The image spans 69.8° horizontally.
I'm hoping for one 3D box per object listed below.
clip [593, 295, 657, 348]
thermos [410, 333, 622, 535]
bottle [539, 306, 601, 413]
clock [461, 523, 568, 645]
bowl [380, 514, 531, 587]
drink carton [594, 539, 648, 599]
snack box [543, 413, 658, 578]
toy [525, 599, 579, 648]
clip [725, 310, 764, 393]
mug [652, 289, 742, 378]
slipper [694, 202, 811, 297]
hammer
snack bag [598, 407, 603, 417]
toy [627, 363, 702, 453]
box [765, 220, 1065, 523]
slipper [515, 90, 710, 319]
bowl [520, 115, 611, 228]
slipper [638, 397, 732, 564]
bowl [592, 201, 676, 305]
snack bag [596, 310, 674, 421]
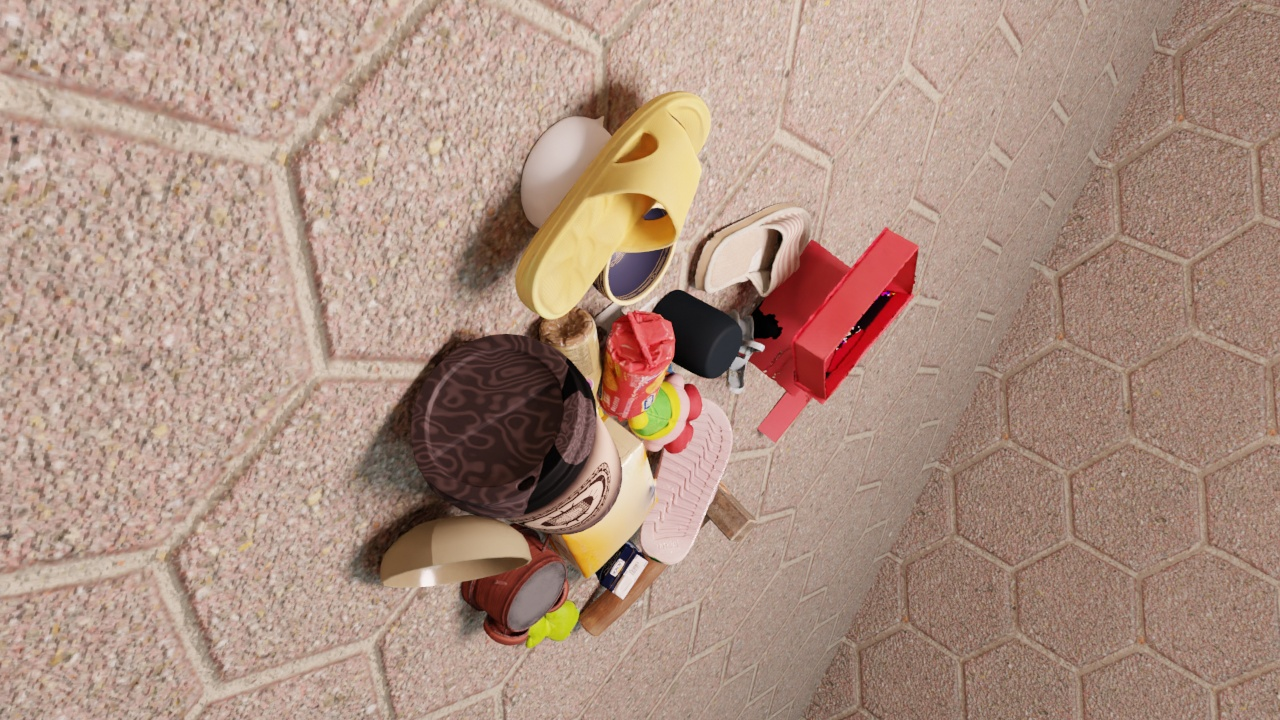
[{"bbox_3d":[-0.023,-0.039,1.053,0.101,0.056,0.056,-40,122,-28],"label":"clip"},{"bbox_3d":[-0.107,0.090,0.922,0.172,0.173,0.226,-53,157,-10],"label":"thermos"},{"bbox_3d":[-0.070,0.015,1.005,0.059,0.060,0.166,-43,148,-26],"label":"bottle"},{"bbox_3d":[-0.147,0.276,1.116,0.120,0.072,0.158,-38,144,-33],"label":"clock"},{"bbox_3d":[-0.191,0.193,0.941,0.152,0.050,0.152,-10,161,-3],"label":"bowl"},{"bbox_3d":[-0.031,0.275,1.254,0.064,0.040,0.130,-57,-172,-5],"label":"drink carton"},{"bbox_3d":[-0.049,0.177,1.139,0.145,0.080,0.195,-46,155,-17],"label":"snack box"},{"bbox_3d":[-0.124,0.363,1.270,0.093,0.036,0.094,-31,134,-32],"label":"toy"},{"bbox_3d":[0.134,-0.033,1.207,0.162,0.028,0.112,-97,-153,-67],"label":"clip"},{"bbox_3d":[0.073,-0.022,1.153,0.085,0.094,0.122,-52,150,-11],"label":"mug"},{"bbox_3d":[0.164,-0.141,1.225,0.262,0.052,0.115,-23,134,-48],"label":"slipper"},{"bbox_3d":[0.014,0.286,1.345,0.301,0.158,0.037,-49,152,8],"label":"hammer"},{"bbox_3d":[-0.077,0.098,1.112,0.099,0.020,0.026,-47,150,-19],"label":"snack bag"},{"bbox_3d":[0.025,0.060,1.171,0.131,0.097,0.124,18,100,-36],"label":"toy"},{"bbox_3d":[0.362,0.012,1.196,0.216,0.351,0.198,-47,158,-12],"label":"box"},{"bbox_3d":[-0.007,-0.139,0.834,0.263,0.078,0.099,-51,148,-13],"label":"slipper"},{"bbox_3d":[-0.054,-0.168,0.868,0.114,0.050,0.115,-37,144,-34],"label":"bowl"},{"bbox_3d":[0.063,0.169,1.282,0.064,0.094,0.239,94,15,-72],"label":"slipper"},{"bbox_3d":[-0.020,-0.121,0.952,0.112,0.061,0.113,-37,144,-33],"label":"bowl"},{"bbox_3d":[-0.006,0.006,1.034,0.082,0.082,0.177,-46,170,-23],"label":"snack bag"}]
